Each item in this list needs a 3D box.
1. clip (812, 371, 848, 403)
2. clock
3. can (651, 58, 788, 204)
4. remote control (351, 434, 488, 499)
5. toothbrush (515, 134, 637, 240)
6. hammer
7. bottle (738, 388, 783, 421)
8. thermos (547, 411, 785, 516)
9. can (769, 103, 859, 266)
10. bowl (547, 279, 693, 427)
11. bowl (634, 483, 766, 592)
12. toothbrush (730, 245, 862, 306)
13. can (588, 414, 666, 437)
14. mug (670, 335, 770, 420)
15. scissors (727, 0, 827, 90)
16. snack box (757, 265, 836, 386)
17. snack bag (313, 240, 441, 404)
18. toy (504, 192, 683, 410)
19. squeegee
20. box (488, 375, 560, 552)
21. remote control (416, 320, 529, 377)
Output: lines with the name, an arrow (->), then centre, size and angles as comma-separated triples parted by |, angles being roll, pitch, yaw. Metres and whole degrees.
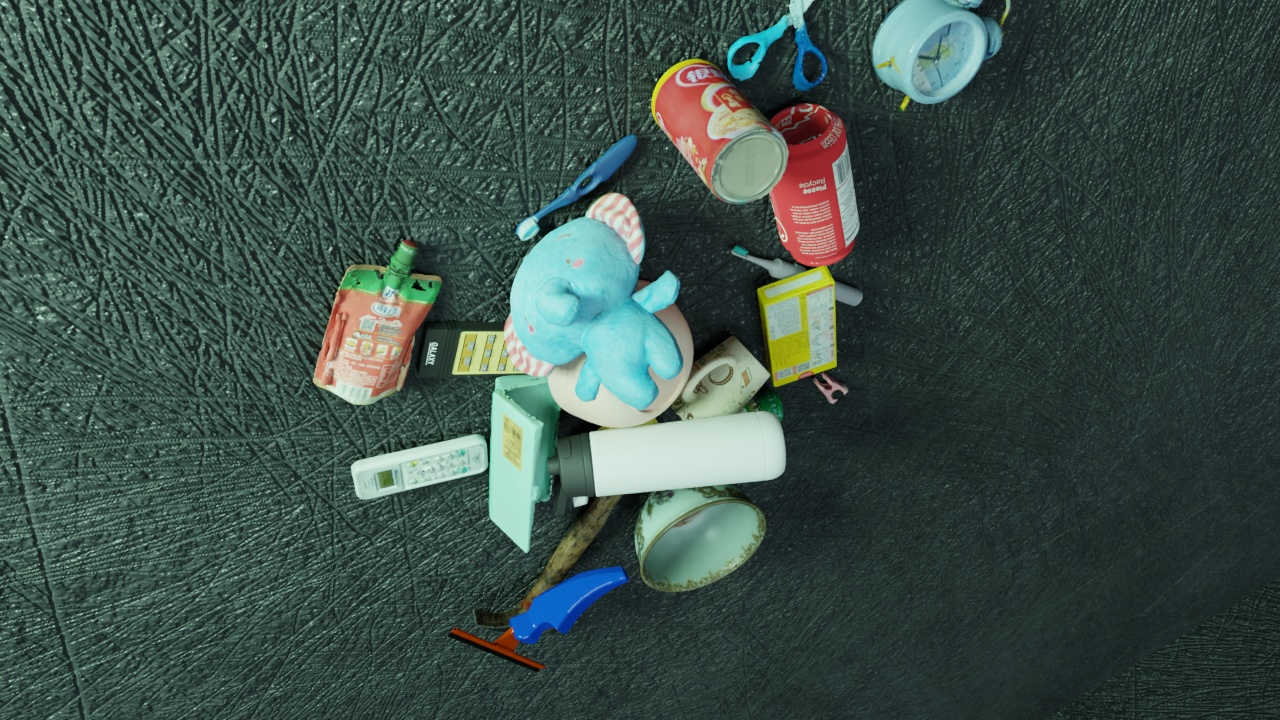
clip -> 0.222, 0.034, 1.090 | 0.060, 0.023, 0.044 | 7, 125, -39
clock -> 0.261, -0.277, 0.789 | 0.125, 0.051, 0.089 | -39, 135, 11
can -> 0.061, -0.181, 0.722 | 0.066, 0.124, 0.067 | -15, 136, -15
remote control -> -0.221, 0.104, 0.924 | 0.133, 0.022, 0.050 | -11, 135, -17
toothbrush -> -0.054, -0.146, 0.777 | 0.132, 0.016, 0.021 | -38, 139, 10
hammer -> -0.084, 0.217, 1.098 | 0.119, 0.033, 0.331 | 12, 123, -34
bottle -> 0.106, 0.065, 1.043 | 0.110, 0.042, 0.043 | -15, 136, -13
thermos -> 0.024, 0.106, 0.918 | 0.230, 0.068, 0.101 | -6, 137, -4
can -> 0.154, -0.157, 0.831 | 0.074, 0.074, 0.142 | -27, 137, -2
bowl -> -0.005, 0.005, 0.873 | 0.152, 0.076, 0.153 | -22, 130, -29
bowl -> 0.059, 0.190, 1.098 | 0.159, 0.094, 0.160 | -14, 135, -15
toothbrush -> 0.162, -0.087, 0.942 | 0.187, 0.018, 0.019 | 14, 129, -36
can -> -0.016, 0.094, 0.987 | 0.100, 0.054, 0.059 | -37, 160, 7
mug -> 0.076, 0.022, 0.953 | 0.097, 0.081, 0.122 | -43, 157, 5
scissors -> 0.132, -0.276, 0.755 | 0.117, 0.014, 0.130 | 24, 113, -37
snack box -> 0.169, -0.033, 0.976 | 0.075, 0.025, 0.152 | -19, 143, -1
snack bag -> -0.222, -0.034, 0.784 | 0.087, 0.044, 0.155 | 6, 123, -38
toy -> -0.043, -0.038, 0.766 | 0.184, 0.180, 0.114 | -49, 149, 18
squeegee -> -0.099, 0.299, 1.106 | 0.185, 0.055, 0.249 | -29, 148, 3
box -> -0.114, 0.110, 0.935 | 0.077, 0.091, 0.189 | -7, 133, -20
remote control -> -0.140, -0.011, 0.863 | 0.133, 0.013, 0.058 | -1, 131, -26
